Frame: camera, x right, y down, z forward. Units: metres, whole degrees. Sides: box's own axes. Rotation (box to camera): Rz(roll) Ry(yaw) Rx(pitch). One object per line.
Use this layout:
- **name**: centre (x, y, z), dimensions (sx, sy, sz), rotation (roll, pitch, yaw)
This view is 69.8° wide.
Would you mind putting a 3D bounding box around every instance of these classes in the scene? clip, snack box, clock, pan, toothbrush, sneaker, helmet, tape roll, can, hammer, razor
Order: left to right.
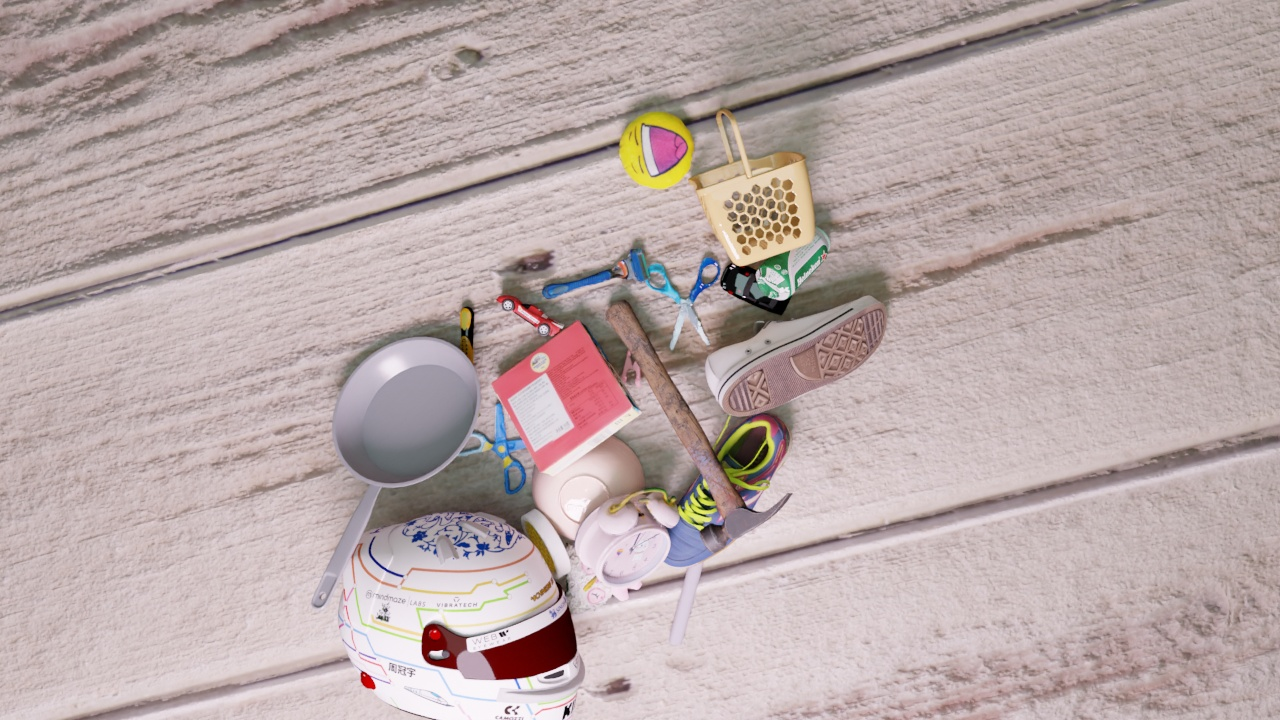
- **pan**: centre (-0.314, 0.135, 1.127), dimensions (0.201, 0.051, 0.355), rotation (10, 69, 20)
- **helmet**: centre (-0.216, 0.307, 1.133), dimensions (0.315, 0.230, 0.236), rotation (8, 97, 12)
- **razor**: centre (-0.227, 0.001, 1.196), dimensions (0.044, 0.021, 0.144), rotation (6, 100, 20)
- **tape roll**: centre (-0.124, 0.239, 1.193), dimensions (0.019, 0.094, 0.094), rotation (-29, 97, -23)
- **snack box**: centre (-0.095, 0.047, 1.158), dimensions (0.143, 0.040, 0.145), rotation (-36, 67, 7)
- **razor**: centre (-0.059, -0.106, 1.176), dimensions (0.141, 0.018, 0.044), rotation (-15, 91, 8)
- **clip**: centre (-0.015, 0.007, 1.190), dimensions (0.045, 0.023, 0.060), rotation (-16, 101, 5)
- **clock**: centre (-0.013, 0.214, 1.142), dimensions (0.116, 0.059, 0.158), rotation (-1, 126, -35)
- **hammer**: centre (0.056, 0.063, 1.130), dimensions (0.120, 0.033, 0.330), rotation (-33, 75, 12)
- **toothbrush**: centre (0.070, 0.292, 1.229), dimensions (0.019, 0.018, 0.188), rotation (13, 99, -5)
- **sneaker**: centre (0.094, 0.163, 1.167), dimensions (0.116, 0.091, 0.242), rotation (39, 97, 21)
- **sneaker**: centre (0.189, -0.019, 1.152), dimensions (0.245, 0.097, 0.091), rotation (-27, 132, -9)
- **can**: centre (0.187, -0.120, 1.126), dimensions (0.053, 0.053, 0.101), rotation (47, 66, -5)

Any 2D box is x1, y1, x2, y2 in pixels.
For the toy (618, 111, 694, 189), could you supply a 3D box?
- **toy**: centre (0.020, -0.260, 1.137), dimensions (0.094, 0.041, 0.095), rotation (-9, 95, 0)

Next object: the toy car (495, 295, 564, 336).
- **toy car**: centre (-0.141, -0.059, 1.175), dimensions (0.089, 0.038, 0.025), rotation (34, 95, -3)

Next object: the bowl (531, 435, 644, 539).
- **bowl**: centre (-0.071, 0.171, 1.188), dimensions (0.153, 0.076, 0.153), rotation (0, 99, 2)

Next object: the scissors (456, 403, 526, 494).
- **scissors**: centre (-0.187, 0.118, 1.219), dimensions (0.130, 0.013, 0.125), rotation (-2, 100, 0)

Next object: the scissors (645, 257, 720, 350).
- **scissors**: centre (0.066, -0.077, 1.176), dimensions (0.119, 0.014, 0.129), rotation (-28, 98, 6)

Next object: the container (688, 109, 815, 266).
- **container**: centre (0.125, -0.212, 1.069), dimensions (0.129, 0.183, 0.167), rotation (-18, 104, 5)

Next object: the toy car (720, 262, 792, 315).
- **toy car**: centre (0.146, -0.091, 1.159), dimensions (0.091, 0.036, 0.042), rotation (24, 99, -1)

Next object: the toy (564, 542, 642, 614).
- **toy**: centre (-0.053, 0.289, 1.226), dimensions (0.109, 0.041, 0.096), rotation (-7, 97, -3)
